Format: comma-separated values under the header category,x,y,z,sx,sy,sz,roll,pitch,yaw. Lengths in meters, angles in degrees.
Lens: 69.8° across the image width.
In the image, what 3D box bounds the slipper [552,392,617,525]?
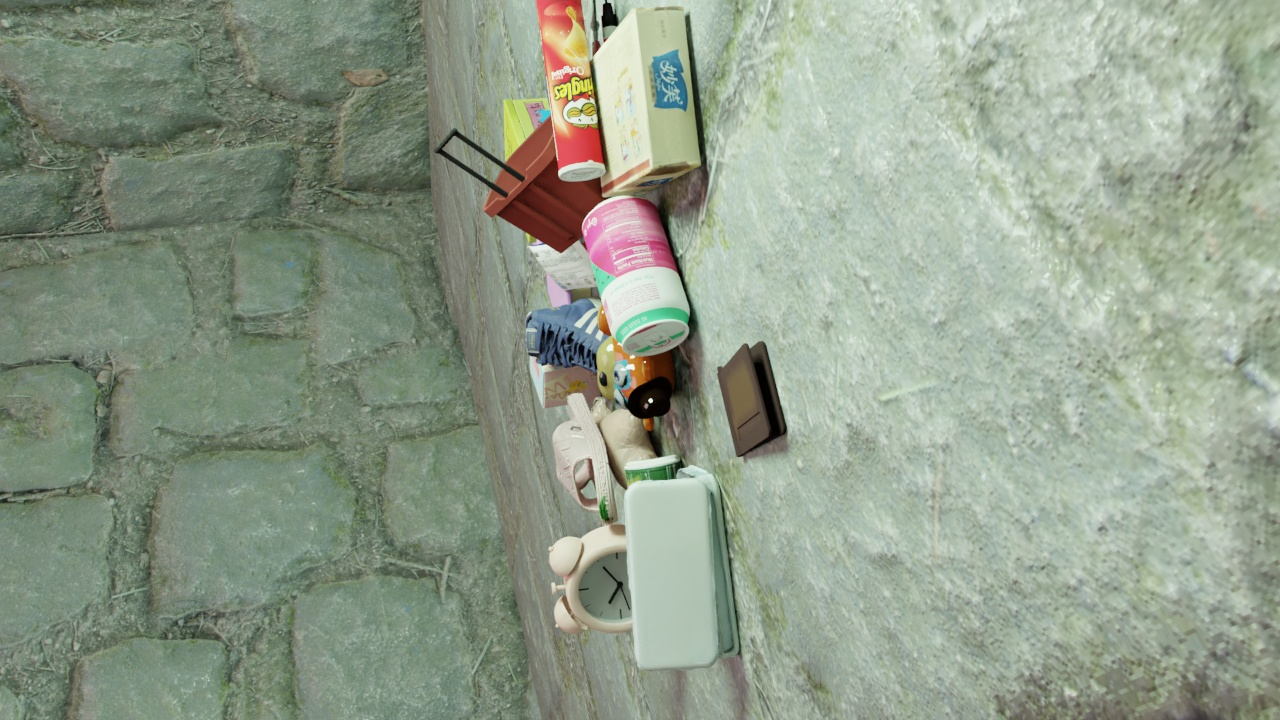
category,x,y,z,sx,sy,sz,roll,pitch,yaw
slipper,-0.081,0.123,1.196,0.239,0.064,0.094,-115,15,-58

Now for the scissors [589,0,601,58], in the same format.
category,x,y,z,sx,sy,sz,roll,pitch,yaw
scissors,-0.051,-0.358,1.095,0.179,0.015,0.196,114,149,-86

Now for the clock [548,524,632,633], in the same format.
category,x,y,z,sx,sy,sz,roll,pitch,yaw
clock,-0.034,0.271,1.160,0.086,0.160,0.131,-135,39,-65

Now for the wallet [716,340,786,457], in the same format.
category,x,y,z,sx,sy,sz,roll,pitch,yaw
wallet,0.098,0.036,0.855,0.116,0.018,0.091,128,131,-71

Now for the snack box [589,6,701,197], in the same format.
category,x,y,z,sx,sy,sz,roll,pitch,yaw
snack box,-0.001,-0.261,0.961,0.207,0.055,0.153,-171,74,-74

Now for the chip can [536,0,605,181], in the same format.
category,x,y,z,sx,sy,sz,roll,pitch,yaw
chip can,-0.078,-0.310,1.012,0.052,0.051,0.214,159,104,-74

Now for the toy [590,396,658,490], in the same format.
category,x,y,z,sx,sy,sz,roll,pitch,yaw
toy,-0.029,0.133,1.248,0.265,0.065,0.196,142,123,-73

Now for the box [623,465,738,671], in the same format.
category,x,y,z,sx,sy,sz,roll,pitch,yaw
box,0.047,0.222,1.012,0.105,0.130,0.211,-151,59,-87

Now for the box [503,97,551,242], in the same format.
category,x,y,z,sx,sy,sz,roll,pitch,yaw
box,-0.159,-0.302,1.435,0.125,0.082,0.220,100,154,-49

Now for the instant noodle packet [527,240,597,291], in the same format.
category,x,y,z,sx,sy,sz,roll,pitch,yaw
instant noodle packet,-0.103,-0.136,1.306,0.134,0.026,0.087,0,134,55

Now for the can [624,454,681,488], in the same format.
category,x,y,z,sx,sy,sz,roll,pitch,yaw
can,0.023,0.176,1.087,0.067,0.067,0.121,168,93,-74

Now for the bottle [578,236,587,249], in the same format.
category,x,y,z,sx,sy,sz,roll,pitch,yaw
bottle,-0.102,-0.227,1.317,0.062,0.062,0.138,-125,32,-57

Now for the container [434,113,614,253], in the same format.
category,x,y,z,sx,sy,sz,roll,pitch,yaw
container,-0.132,-0.235,1.091,0.148,0.200,0.126,-33,31,40

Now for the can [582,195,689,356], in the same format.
category,x,y,z,sx,sy,sz,roll,pitch,yaw
can,-0.005,-0.094,1.003,0.088,0.088,0.165,111,146,-60

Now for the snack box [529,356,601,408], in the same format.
category,x,y,z,sx,sy,sz,roll,pitch,yaw
snack box,-0.116,0.010,1.424,0.093,0.094,0.080,-115,23,-46

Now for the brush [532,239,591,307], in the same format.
category,x,y,z,sx,sy,sz,roll,pitch,yaw
brush,-0.129,-0.142,1.478,0.228,0.043,0.089,-115,23,-45

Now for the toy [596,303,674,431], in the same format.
category,x,y,z,sx,sy,sz,roll,pitch,yaw
toy,-0.006,0.006,1.074,0.176,0.096,0.112,43,143,48

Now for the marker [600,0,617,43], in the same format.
category,x,y,z,sx,sy,sz,roll,pitch,yaw
marker,-0.032,-0.356,1.083,0.019,0.019,0.145,-170,73,-73

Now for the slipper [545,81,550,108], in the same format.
category,x,y,z,sx,sy,sz,roll,pitch,yaw
slipper,-0.101,-0.257,1.226,0.101,0.082,0.264,-158,52,-72

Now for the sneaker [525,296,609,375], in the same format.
category,x,y,z,sx,sy,sz,roll,pitch,yaw
sneaker,-0.092,-0.017,1.284,0.233,0.118,0.092,-121,27,-52
